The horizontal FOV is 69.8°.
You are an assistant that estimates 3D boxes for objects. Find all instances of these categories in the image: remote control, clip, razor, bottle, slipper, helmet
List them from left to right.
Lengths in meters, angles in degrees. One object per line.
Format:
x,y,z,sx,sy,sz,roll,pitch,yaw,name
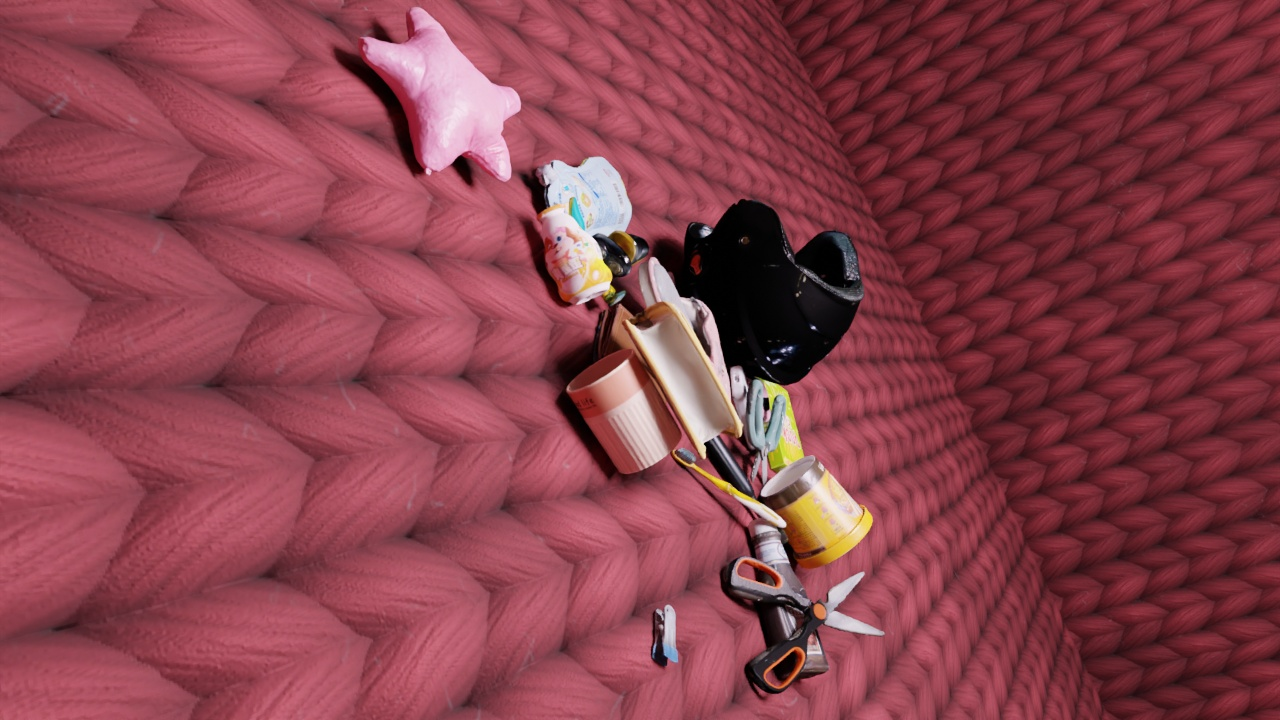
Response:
-0.077,-0.118,1.019,0.108,0.063,0.063,64,26,2,bottle
-0.057,-0.126,1.061,0.132,0.028,0.043,66,21,-6,razor
-0.023,-0.134,1.154,0.062,0.068,0.167,42,16,3,razor
0.023,0.267,0.896,0.025,0.037,0.057,40,37,-36,clip
0.071,-0.020,1.170,0.114,0.054,0.274,-86,152,-51,slipper
0.144,0.066,1.260,0.136,0.020,0.055,68,15,-48,remote control
0.170,-0.099,1.281,0.233,0.230,0.275,10,13,-47,helmet
0.174,0.289,1.127,0.079,0.044,0.194,20,47,-46,bottle

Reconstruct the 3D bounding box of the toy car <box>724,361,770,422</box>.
0.159,0.035,1.351,0.056,0.037,0.122,4,61,-63,toy car

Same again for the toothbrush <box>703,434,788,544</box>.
0.132,0.161,1.188,0.212,0.027,0.026,55,-4,-16,toothbrush

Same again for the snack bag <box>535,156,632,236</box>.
-0.069,-0.197,1.137,0.190,0.039,0.110,-33,113,-63,snack bag

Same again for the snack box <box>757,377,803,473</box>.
0.211,0.103,1.392,0.085,0.026,0.156,32,39,-46,snack box

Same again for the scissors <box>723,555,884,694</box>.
0.188,0.304,1.076,0.221,0.022,0.227,36,51,-7,scissors

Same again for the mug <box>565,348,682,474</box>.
-0.018,0.050,0.966,0.106,0.081,0.114,59,-4,-13,mug

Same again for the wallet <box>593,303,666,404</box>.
-0.006,0.006,1.076,0.124,0.032,0.101,48,32,-27,wallet

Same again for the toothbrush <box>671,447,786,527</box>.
0.113,0.157,1.121,0.191,0.018,0.016,35,40,-22,toothbrush

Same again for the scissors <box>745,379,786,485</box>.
0.171,0.080,1.260,0.170,0.019,0.170,-61,148,-43,scissors

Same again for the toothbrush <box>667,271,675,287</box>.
0.047,-0.053,1.248,0.016,0.016,0.179,46,30,-45,toothbrush

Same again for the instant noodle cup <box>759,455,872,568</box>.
0.232,0.201,1.245,0.114,0.119,0.118,52,26,-3,instant noodle cup

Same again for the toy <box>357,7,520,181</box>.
-0.200,-0.260,0.918,0.194,0.075,0.178,36,47,-38,toy

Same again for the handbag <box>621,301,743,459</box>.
0.041,0.015,0.995,0.163,0.063,0.179,61,-4,-5,handbag
